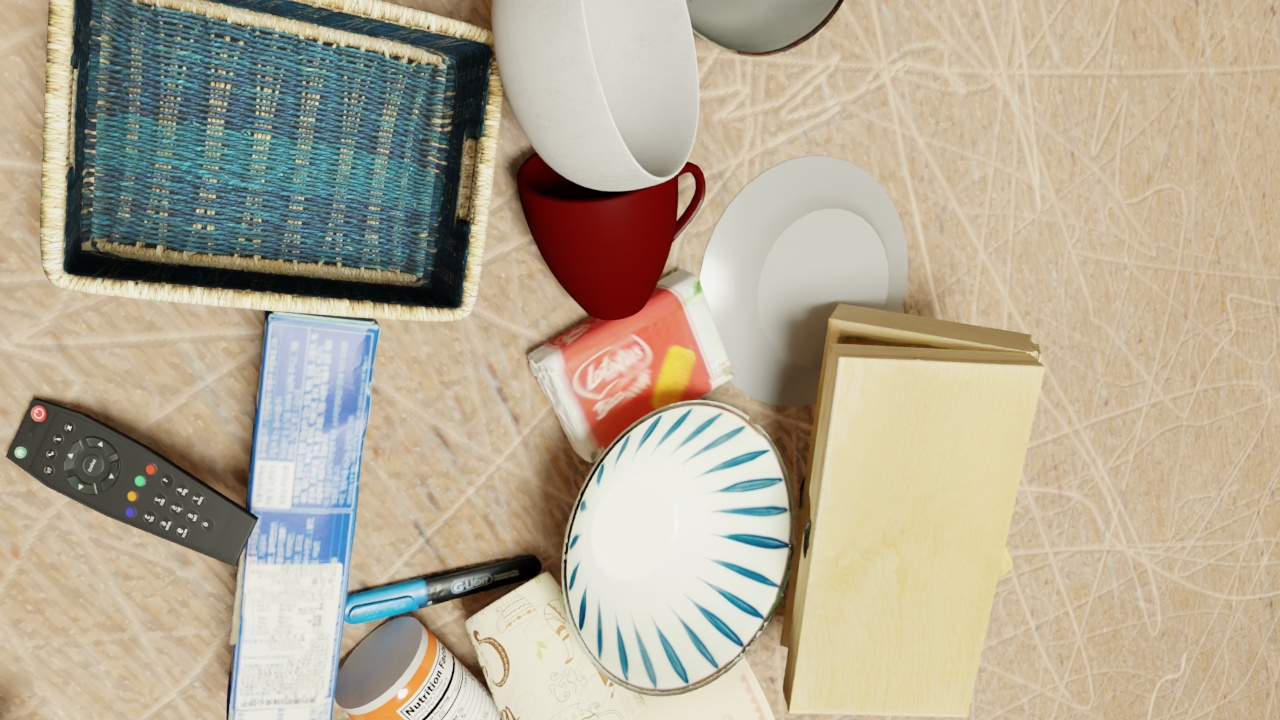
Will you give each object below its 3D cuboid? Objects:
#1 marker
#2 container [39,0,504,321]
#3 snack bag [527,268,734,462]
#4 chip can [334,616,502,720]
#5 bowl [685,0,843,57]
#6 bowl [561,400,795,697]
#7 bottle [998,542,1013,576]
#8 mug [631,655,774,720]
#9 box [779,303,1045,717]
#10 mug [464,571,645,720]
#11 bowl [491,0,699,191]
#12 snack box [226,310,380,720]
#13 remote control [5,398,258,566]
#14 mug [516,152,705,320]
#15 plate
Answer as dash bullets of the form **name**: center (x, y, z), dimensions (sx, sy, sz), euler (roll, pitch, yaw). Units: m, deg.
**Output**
- **marker**: center (-0.118, 0.138, 0.557), dimensions (0.122, 0.015, 0.018), euler (-9, 107, -25)
- **container**: center (-0.169, -0.100, 0.437), dimensions (0.187, 0.071, 0.145), euler (4, 101, -27)
- **snack bag**: center (-0.003, 0.003, 0.566), dimensions (0.115, 0.036, 0.077), euler (-30, 115, -16)
- **chip can**: center (-0.097, 0.249, 0.569), dimensions (0.062, 0.062, 0.210), euler (-40, 117, -12)
- **bowl**: center (0.050, -0.248, 0.514), dimensions (0.150, 0.057, 0.151), euler (-7, 107, -24)
- **bowl**: center (0.010, 0.109, 0.572), dimensions (0.177, 0.071, 0.177), euler (-3, 95, -36)
- **bottle**: center (0.212, 0.188, 0.709), dimensions (0.162, 0.056, 0.056), euler (-38, 116, -12)
- **mug**: center (0.026, 0.237, 0.624), dimensions (0.104, 0.085, 0.112), euler (-25, 142, -8)
- **box**: center (0.166, 0.105, 0.584), dimensions (0.122, 0.141, 0.249), euler (-36, 135, -60)
- **mug**: center (-0.043, 0.178, 0.564), dimensions (0.121, 0.081, 0.097), euler (-22, 76, -45)
- **bowl**: center (-0.026, -0.147, 0.439), dimensions (0.131, 0.064, 0.132), euler (-3, 90, -65)
- **snack box**: center (-0.181, 0.082, 0.487), dimensions (0.059, 0.059, 0.226), euler (5, 100, -24)
- **remote control**: center (-0.244, 0.060, 0.443), dimensions (0.125, 0.010, 0.039), euler (26, 91, 3)
- **mug**: center (-0.008, -0.075, 0.523), dimensions (0.113, 0.087, 0.088), euler (-26, 131, -24)
- **plate**: center (0.119, -0.050, 0.622), dimensions (0.172, 0.019, 0.173), euler (-7, 106, -25)
